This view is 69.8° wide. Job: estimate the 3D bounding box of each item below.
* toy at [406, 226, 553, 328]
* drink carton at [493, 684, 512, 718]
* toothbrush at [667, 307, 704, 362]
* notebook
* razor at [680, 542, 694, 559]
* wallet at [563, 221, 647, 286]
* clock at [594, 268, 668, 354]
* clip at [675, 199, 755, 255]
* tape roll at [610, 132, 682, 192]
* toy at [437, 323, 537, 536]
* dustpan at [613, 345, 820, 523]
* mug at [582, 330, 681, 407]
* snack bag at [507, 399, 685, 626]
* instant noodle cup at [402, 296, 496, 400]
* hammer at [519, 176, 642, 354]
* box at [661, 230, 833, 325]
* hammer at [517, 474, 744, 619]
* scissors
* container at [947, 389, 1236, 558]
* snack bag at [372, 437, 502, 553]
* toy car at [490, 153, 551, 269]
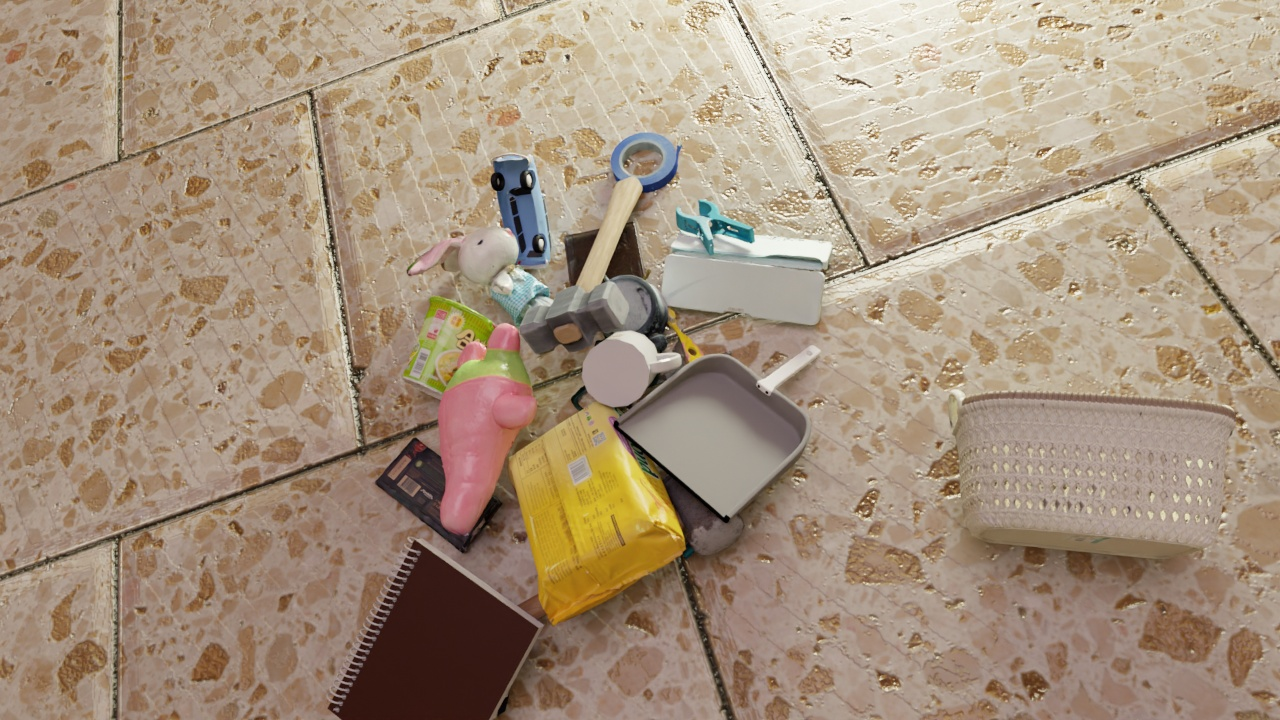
[{"bbox_3d":[-0.177,-0.111,1.154,0.205,0.130,0.106,30,108,15],"label":"toy"},{"bbox_3d":[-0.196,0.323,0.965,0.130,0.040,0.064,17,94,20],"label":"drink carton"},{"bbox_3d":[0.059,-0.015,1.103,0.021,0.016,0.135,-17,50,-15],"label":"toothbrush"},{"bbox_3d":[-0.217,0.312,0.940,0.172,0.022,0.209,30,97,17],"label":"notebook"},{"bbox_3d":[0.097,0.164,1.008,0.144,0.022,0.042,-46,40,-7],"label":"razor"},{"bbox_3d":[-0.045,-0.122,1.187,0.099,0.031,0.119,-11,60,3],"label":"wallet"},{"bbox_3d":[-0.013,-0.045,1.115,0.090,0.052,0.129,-6,79,13],"label":"clock"},{"bbox_3d":[0.073,-0.166,1.154,0.113,0.028,0.126,-11,33,-11],"label":"clip"},{"bbox_3d":[0.005,-0.273,1.262,0.093,0.016,0.091,10,65,17],"label":"tape roll"},{"bbox_3d":[-0.178,0.080,1.029,0.096,0.193,0.236,20,62,-27],"label":"toy"},{"bbox_3d":[0.118,0.051,1.017,0.163,0.033,0.256,39,50,24],"label":"dustpan"},{"bbox_3d":[-0.006,0.006,1.041,0.105,0.089,0.073,-6,98,9],"label":"mug"},{"bbox_3d":[-0.056,0.150,0.975,0.159,0.068,0.247,-31,41,4],"label":"snack bag"},{"bbox_3d":[-0.241,-0.010,1.138,0.099,0.099,0.107,20,76,21],"label":"instant noodle cup"},{"bbox_3d":[-0.047,-0.131,1.118,0.117,0.051,0.321,-17,34,27],"label":"hammer"},{"bbox_3d":[0.131,-0.109,1.137,0.197,0.075,0.125,9,46,16],"label":"box"},{"bbox_3d":[-0.043,0.223,0.984,0.328,0.052,0.098,-32,42,2],"label":"hammer"},{"bbox_3d":[0.029,0.055,1.079,0.201,0.015,0.204,-24,53,-1],"label":"scissors"},{"bbox_3d":[0.424,0.106,0.881,0.246,0.184,0.142,3,73,15],"label":"container"},{"bbox_3d":[-0.240,0.157,1.087,0.155,0.018,0.074,31,72,25],"label":"snack bag"},{"bbox_3d":[-0.152,-0.195,1.194,0.056,0.153,0.054,2,26,23],"label":"toy car"}]
